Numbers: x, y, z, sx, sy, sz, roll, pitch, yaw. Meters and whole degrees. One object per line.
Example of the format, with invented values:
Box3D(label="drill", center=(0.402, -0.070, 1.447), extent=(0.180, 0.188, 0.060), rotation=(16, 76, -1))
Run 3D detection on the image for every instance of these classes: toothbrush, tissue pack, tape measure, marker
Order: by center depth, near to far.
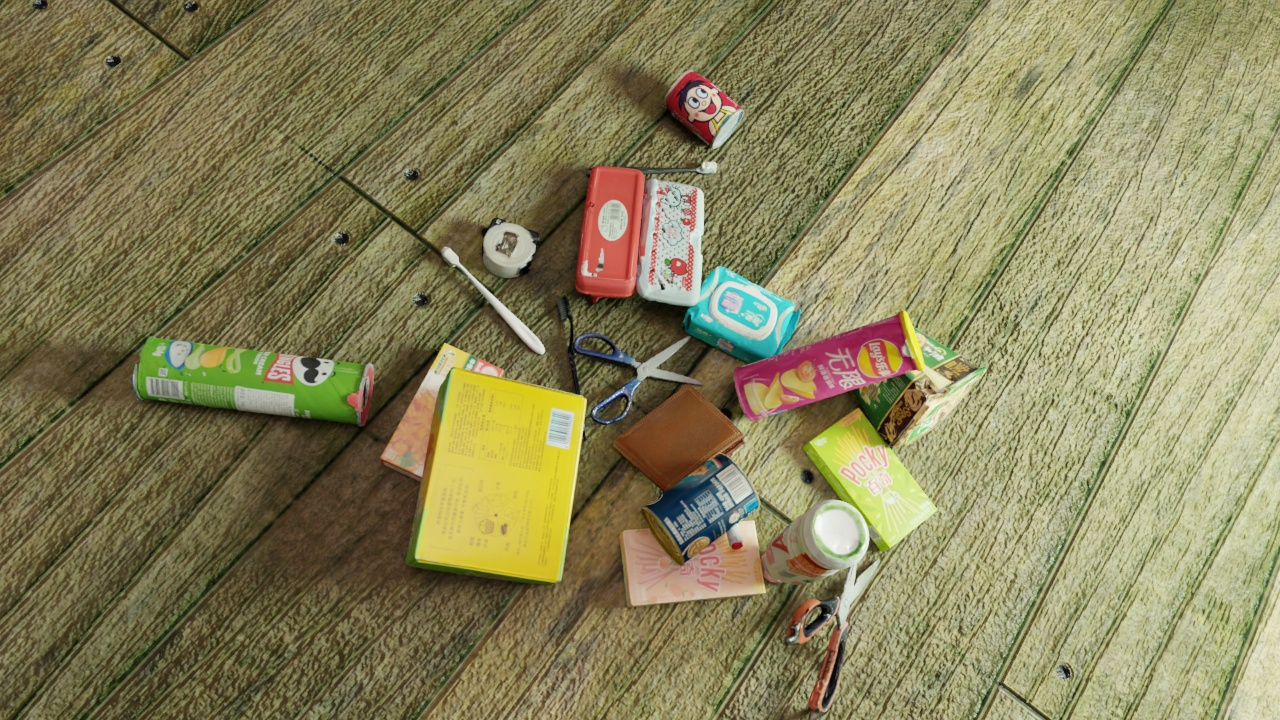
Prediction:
Box3D(label="marker", center=(0.093, 0.150, 1.061), extent=(0.017, 0.017, 0.145), rotation=(-5, 55, -14))
Box3D(label="toothbrush", center=(-0.082, 0.007, 1.105), extent=(0.016, 0.014, 0.188), rotation=(-7, 70, -6))
Box3D(label="toothbrush", center=(-0.180, -0.071, 1.118), extent=(0.180, 0.016, 0.016), rotation=(45, 69, 6))
Box3D(label="tape measure", center=(-0.163, -0.137, 1.137), extent=(0.066, 0.034, 0.065), rotation=(17, 65, -2))
Box3D(label="tissue pack", center=(0.127, -0.053, 1.152), extent=(0.133, 0.050, 0.093), rotation=(26, 65, 0))
Box3D(label="toothbrush", center=(0.016, -0.256, 1.232), extent=(0.181, 0.018, 0.015), rotation=(-5, 72, -12))

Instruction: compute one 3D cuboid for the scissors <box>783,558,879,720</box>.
Box3D(label="scissors", center=(0.216, 0.287, 1.012), extent=(0.224, 0.015, 0.189), rotation=(-16, 107, -48))

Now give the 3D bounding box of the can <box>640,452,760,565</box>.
Box3D(label="can", center=(0.067, 0.161, 1.001), extent=(0.111, 0.075, 0.075), rotation=(-33, 78, -14))

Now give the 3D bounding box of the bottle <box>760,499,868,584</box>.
Box3D(label="bottle", center=(0.175, 0.202, 0.976), extent=(0.068, 0.197, 0.068), rotation=(4, 67, -9))

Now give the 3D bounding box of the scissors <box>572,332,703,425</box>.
Box3D(label="scissors", center=(-0.008, 0.015, 1.112), extent=(0.162, 0.012, 0.173), rotation=(34, 65, -3))

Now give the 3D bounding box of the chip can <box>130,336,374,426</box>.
Box3D(label="chip can", center=(-0.416, 0.024, 0.999), extent=(0.236, 0.072, 0.072), rotation=(7, 67, -8))

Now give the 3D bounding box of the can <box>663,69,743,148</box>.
Box3D(label="can", center=(0.085, -0.344, 1.253), extent=(0.094, 0.067, 0.066), rotation=(42, 66, 7))

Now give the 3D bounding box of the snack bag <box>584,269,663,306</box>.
Box3D(label="snack bag", center=(-0.024, -0.100, 1.153), extent=(0.104, 0.026, 0.048), rotation=(-16, 71, -17))

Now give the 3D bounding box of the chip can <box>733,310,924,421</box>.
Box3D(label="chip can", center=(0.218, 0.009, 1.073), extent=(0.211, 0.071, 0.071), rotation=(-20, 69, 21))

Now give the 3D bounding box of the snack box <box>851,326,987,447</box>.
Box3D(label="snack box", center=(0.331, 0.026, 1.126), extent=(0.117, 0.118, 0.105), rotation=(-22, 61, -35))

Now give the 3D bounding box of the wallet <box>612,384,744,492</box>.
Box3D(label="wallet", center=(0.045, 0.093, 1.073), extent=(0.124, 0.032, 0.101), rotation=(-36, 59, -21))

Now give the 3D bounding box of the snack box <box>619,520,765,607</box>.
Box3D(label="snack box", center=(0.058, 0.229, 1.036), extent=(0.157, 0.026, 0.084), rotation=(-3, 68, -12))

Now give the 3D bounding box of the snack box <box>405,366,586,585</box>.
Box3D(label="snack box", center=(-0.154, 0.128, 0.991), extent=(0.157, 0.070, 0.209), rotation=(13, 69, -17))

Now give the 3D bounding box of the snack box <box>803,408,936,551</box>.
Box3D(label="snack box", center=(0.278, 0.143, 1.115), extent=(0.085, 0.026, 0.156), rotation=(-30, 76, -22))

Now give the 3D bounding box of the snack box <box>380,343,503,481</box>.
Box3D(label="snack box", center=(-0.224, 0.063, 1.046), extent=(0.077, 0.027, 0.155), rotation=(25, 66, -3))

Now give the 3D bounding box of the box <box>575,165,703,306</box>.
Box3D(label="box", center=(0.003, -0.159, 1.155), extent=(0.158, 0.039, 0.200), rotation=(5, 57, -1))
